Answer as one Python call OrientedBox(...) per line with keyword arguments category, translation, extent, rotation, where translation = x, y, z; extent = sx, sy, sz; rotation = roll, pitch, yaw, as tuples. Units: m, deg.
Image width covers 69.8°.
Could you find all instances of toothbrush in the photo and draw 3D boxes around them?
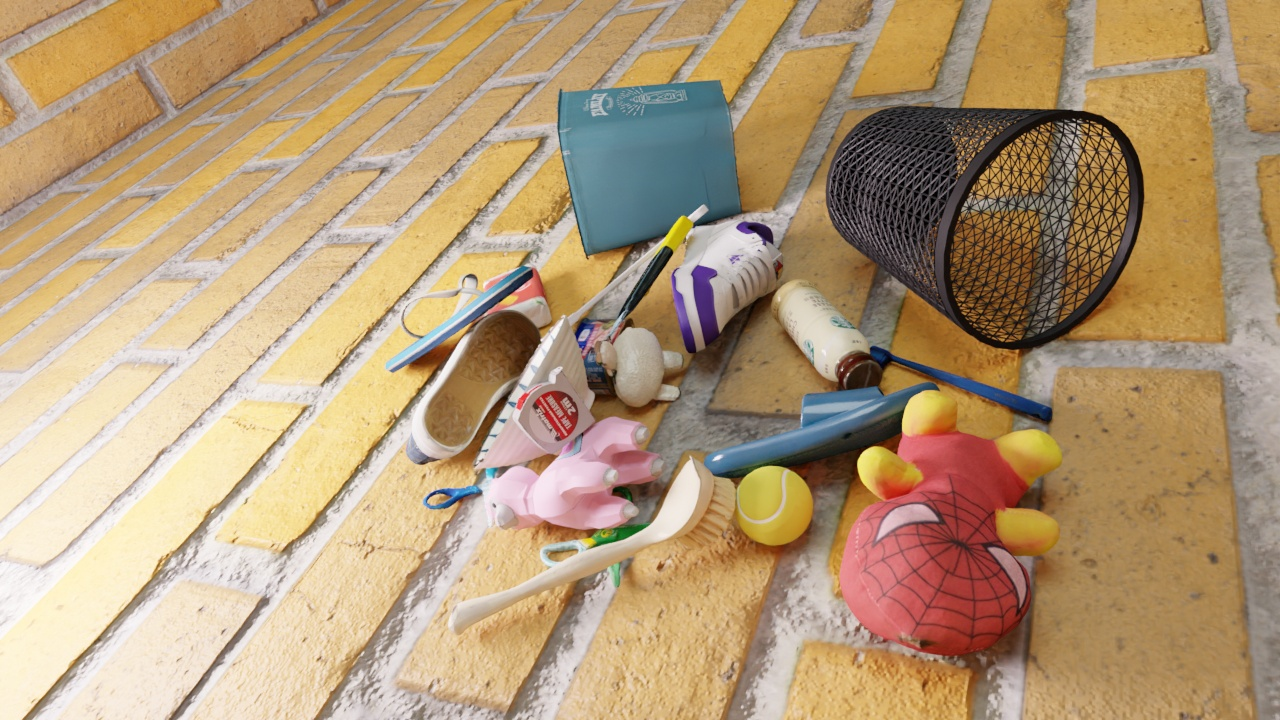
OrientedBox(category="toothbrush", translation=(0.288, 0.021, 0.852), extent=(0.017, 0.016, 0.190), rotation=(-45, 42, -20))

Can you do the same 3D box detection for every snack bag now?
OrientedBox(category="snack bag", translation=(-0.160, -0.076, 1.182), extent=(0.077, 0.036, 0.115), rotation=(-21, 35, 0))

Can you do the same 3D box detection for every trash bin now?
OrientedBox(category="trash bin", translation=(0.014, -0.269, 1.235), extent=(0.219, 0.199, 0.196), rotation=(-9, 37, 4))
OrientedBox(category="trash bin", translation=(0.319, -0.156, 0.920), extent=(0.216, 0.217, 0.243), rotation=(-27, 29, -9))

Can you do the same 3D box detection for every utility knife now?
OrientedBox(category="utility knife", translation=(0.007, -0.088, 1.023), extent=(0.202, 0.020, 0.029), rotation=(-57, 8, -29))

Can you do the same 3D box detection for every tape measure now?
OrientedBox(category="tape measure", translation=(-0.081, 0.048, 0.835), extent=(0.062, 0.060, 0.020), rotation=(-39, 21, -17))

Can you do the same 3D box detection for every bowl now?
OrientedBox(category="bowl", translation=(-0.094, 0.047, 0.924), extent=(0.177, 0.071, 0.177), rotation=(-57, 9, 14))

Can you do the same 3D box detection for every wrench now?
OrientedBox(category="wrench", translation=(-0.013, -0.103, 1.066), extent=(0.272, 0.009, 0.047), rotation=(-42, 7, -25))

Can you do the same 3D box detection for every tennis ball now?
OrientedBox(category="tennis ball", translation=(0.110, 0.121, 0.763), extent=(0.065, 0.065, 0.065), rotation=(-13, 36, 10))

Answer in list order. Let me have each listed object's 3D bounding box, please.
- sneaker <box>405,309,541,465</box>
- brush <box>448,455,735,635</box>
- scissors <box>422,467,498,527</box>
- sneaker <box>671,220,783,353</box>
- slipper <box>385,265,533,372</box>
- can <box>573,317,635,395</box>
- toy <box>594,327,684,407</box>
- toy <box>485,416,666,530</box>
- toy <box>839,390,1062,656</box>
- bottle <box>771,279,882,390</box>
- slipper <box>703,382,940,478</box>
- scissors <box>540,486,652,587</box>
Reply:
OrientedBox(category="sneaker", translation=(-0.193, 0.028, 1.032), extent=(0.079, 0.087, 0.234), rotation=(-34, 16, 41))
OrientedBox(category="brush", translation=(-0.042, 0.166, 0.772), extent=(0.272, 0.077, 0.062), rotation=(-28, 13, 6))
OrientedBox(category="scissors", translation=(-0.163, 0.128, 0.936), extent=(0.133, 0.014, 0.127), rotation=(-17, 39, -3))
OrientedBox(category="sneaker", translation=(0.104, -0.088, 1.028), extent=(0.111, 0.092, 0.243), rotation=(-8, 31, 15))
OrientedBox(category="slipper", translation=(-0.222, -0.061, 1.070), extent=(0.296, 0.060, 0.118), rotation=(-26, 9, 46))
OrientedBox(category="can", translation=(-0.045, -0.004, 1.017), extent=(0.059, 0.054, 0.099), rotation=(0, 40, 23))
OrientedBox(category="toy", translation=(-0.006, 0.006, 0.963), extent=(0.112, 0.050, 0.087), rotation=(11, 67, -22))
OrientedBox(category="toy", translation=(-0.064, 0.110, 0.849), extent=(0.158, 0.067, 0.123), rotation=(-8, 31, 36))
OrientedBox(category="toy", translation=(0.224, 0.124, 0.673), extent=(0.147, 0.099, 0.215), rotation=(19, 48, 20))
OrientedBox(category="bottle", translation=(0.187, -0.023, 0.924), extent=(0.056, 0.056, 0.162), rotation=(-23, 35, -4))
OrientedBox(category="slipper", translation=(0.154, 0.055, 0.799), extent=(0.214, 0.103, 0.059), rotation=(-19, 76, 11))
OrientedBox(category="scissors", translation=(-0.033, 0.159, 0.829), extent=(0.131, 0.011, 0.125), rotation=(-20, 34, 4))
